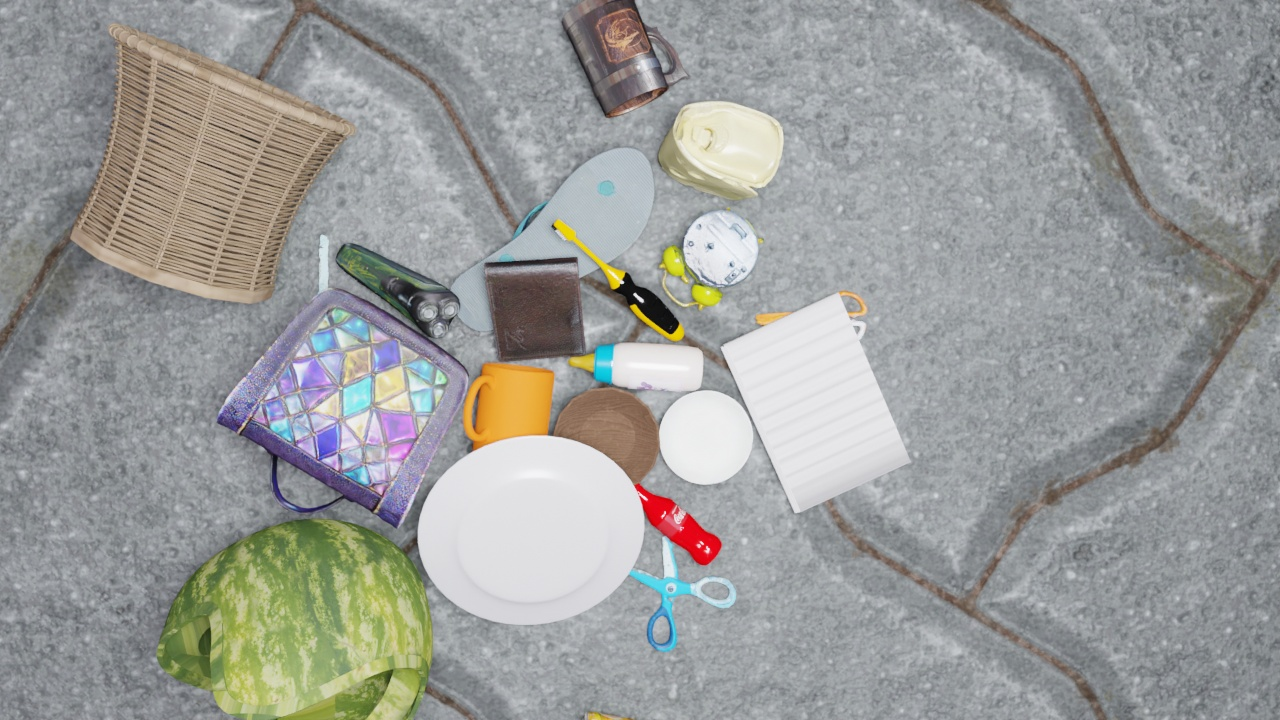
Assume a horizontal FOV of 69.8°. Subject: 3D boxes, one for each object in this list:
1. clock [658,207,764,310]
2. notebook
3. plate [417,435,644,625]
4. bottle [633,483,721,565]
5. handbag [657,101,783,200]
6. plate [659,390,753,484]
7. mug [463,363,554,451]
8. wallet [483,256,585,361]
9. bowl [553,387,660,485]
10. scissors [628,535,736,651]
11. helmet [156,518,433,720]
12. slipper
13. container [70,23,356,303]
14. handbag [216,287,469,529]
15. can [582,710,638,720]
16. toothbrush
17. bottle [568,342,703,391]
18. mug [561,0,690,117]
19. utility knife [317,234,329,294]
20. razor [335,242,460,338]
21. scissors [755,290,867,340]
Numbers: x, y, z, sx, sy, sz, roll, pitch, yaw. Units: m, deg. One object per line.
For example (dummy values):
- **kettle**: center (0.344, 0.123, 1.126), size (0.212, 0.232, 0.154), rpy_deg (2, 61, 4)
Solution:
- **clock**: center (0.074, -0.110, 0.994), size (0.119, 0.057, 0.083), rpy_deg (-44, 95, 1)
- **notebook**: center (0.196, 0.049, 1.025), size (0.142, 0.009, 0.210), rpy_deg (-25, 97, 1)
- **plate**: center (-0.115, 0.190, 0.982), size (0.242, 0.016, 0.243), rpy_deg (-3, 115, -8)
- **bottle**: center (0.036, 0.179, 1.021), size (0.119, 0.036, 0.036), rpy_deg (40, 91, -3)
- **handbag**: center (0.080, -0.218, 0.958), size (0.111, 0.119, 0.081), rpy_deg (14, 94, -7)
- **plate**: center (0.072, 0.084, 1.022), size (0.104, 0.026, 0.104), rpy_deg (0, 93, -3)
- **mug**: center (-0.145, 0.055, 0.972), size (0.078, 0.112, 0.096), rpy_deg (9, 94, 32)
- **wallet**: center (-0.111, -0.053, 0.982), size (0.099, 0.031, 0.120), rpy_deg (-3, 125, -2)
- **bowl**: center (-0.037, 0.086, 1.014), size (0.118, 0.030, 0.118), rpy_deg (0, 94, 1)
- **scissors**: center (0.036, 0.270, 1.040), size (0.134, 0.011, 0.138), rpy_deg (24, 94, -6)
- **helmet**: center (-0.333, 0.273, 0.918), size (0.242, 0.214, 0.247), rpy_deg (-32, 51, -31)
- **slipper**: center (-0.088, -0.125, 0.997), size (0.269, 0.054, 0.098), rpy_deg (-39, 99, 12)
- **container**: center (-0.424, -0.184, 0.896), size (0.227, 0.226, 0.196), rpy_deg (24, 99, -3)
- **handbag**: center (-0.299, 0.058, 0.945), size (0.205, 0.125, 0.222), rpy_deg (33, 85, -9)
- **can**: center (-0.017, 0.432, 1.021), size (0.105, 0.067, 0.067), rpy_deg (11, 93, -3)
- **toothbrush**: center (-0.021, -0.083, 0.976), size (0.196, 0.031, 0.031), rpy_deg (41, 60, -27)
- **bottle**: center (-0.006, 0.006, 1.001), size (0.146, 0.051, 0.051), rpy_deg (4, 93, -2)
- **mug**: center (-0.011, -0.329, 0.974), size (0.115, 0.080, 0.107), rpy_deg (-27, 96, -27)
- **utility knife**: center (-0.351, -0.047, 1.005), size (0.022, 0.015, 0.181), rpy_deg (-1, 92, -9)
- **razor**: center (-0.263, -0.080, 0.981), size (0.151, 0.067, 0.054), rpy_deg (32, 94, 4)
- **scissors**: center (0.190, -0.044, 1.026), size (0.128, 0.013, 0.064), rpy_deg (-3, 93, -3)
